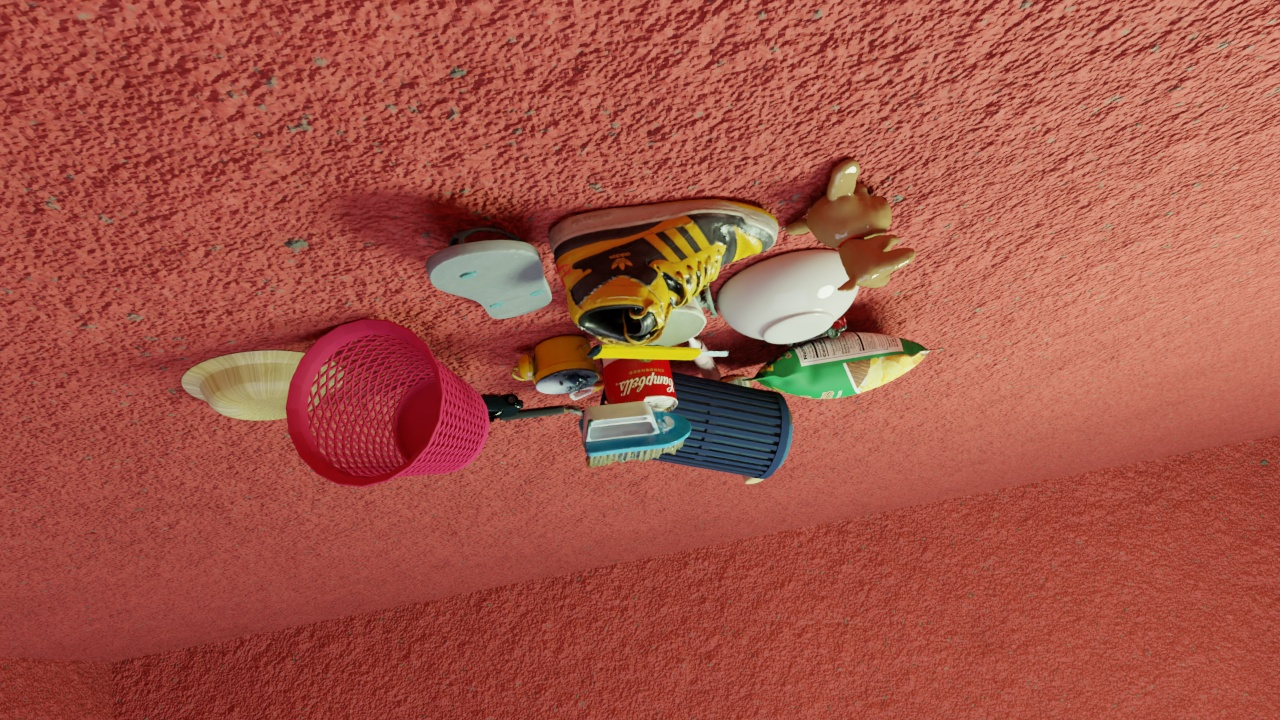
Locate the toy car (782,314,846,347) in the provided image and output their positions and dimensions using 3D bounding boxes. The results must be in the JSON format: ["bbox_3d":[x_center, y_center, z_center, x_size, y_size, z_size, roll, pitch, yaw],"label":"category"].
[{"bbox_3d":[0.232,-0.042,1.239,0.091,0.036,0.042,-19,-172,17],"label":"toy car"}]

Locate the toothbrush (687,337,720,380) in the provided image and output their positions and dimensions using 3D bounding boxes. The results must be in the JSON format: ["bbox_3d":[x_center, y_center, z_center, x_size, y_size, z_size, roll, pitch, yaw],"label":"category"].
[{"bbox_3d":[0.081,-0.009,1.271,0.027,0.026,0.222,-37,158,1],"label":"toothbrush"}]

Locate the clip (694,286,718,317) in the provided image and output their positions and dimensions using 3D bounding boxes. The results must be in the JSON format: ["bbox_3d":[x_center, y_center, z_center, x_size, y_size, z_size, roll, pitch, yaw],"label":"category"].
[{"bbox_3d":[0.069,-0.068,1.118,0.051,0.023,0.078,-18,161,15],"label":"clip"}]

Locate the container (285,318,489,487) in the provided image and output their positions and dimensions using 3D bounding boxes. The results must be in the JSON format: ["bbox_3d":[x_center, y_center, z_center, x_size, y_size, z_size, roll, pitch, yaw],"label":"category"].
[{"bbox_3d":[-0.280,0.066,1.103,0.183,0.183,0.226,-14,167,8],"label":"container"}]

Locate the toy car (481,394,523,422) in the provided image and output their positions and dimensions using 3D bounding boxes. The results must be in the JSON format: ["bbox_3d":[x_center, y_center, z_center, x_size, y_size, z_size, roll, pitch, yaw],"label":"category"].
[{"bbox_3d":[-0.224,0.071,1.318,0.112,0.034,0.046,0,157,-28],"label":"toy car"}]

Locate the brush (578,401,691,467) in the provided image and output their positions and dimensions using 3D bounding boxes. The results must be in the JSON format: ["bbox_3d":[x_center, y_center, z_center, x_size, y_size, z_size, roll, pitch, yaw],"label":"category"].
[{"bbox_3d":[-0.003,0.082,1.099,0.135,0.055,0.075,-5,137,-17],"label":"brush"}]

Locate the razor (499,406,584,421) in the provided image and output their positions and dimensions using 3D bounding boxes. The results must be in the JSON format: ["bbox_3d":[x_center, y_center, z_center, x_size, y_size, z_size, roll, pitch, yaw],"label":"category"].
[{"bbox_3d":[-0.145,0.082,1.412,0.144,0.022,0.043,-1,-163,-16],"label":"razor"}]

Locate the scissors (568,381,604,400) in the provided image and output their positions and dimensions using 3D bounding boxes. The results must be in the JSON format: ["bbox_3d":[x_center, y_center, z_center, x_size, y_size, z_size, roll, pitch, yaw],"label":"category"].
[{"bbox_3d":[-0.052,0.037,1.348,0.128,0.011,0.125,-11,155,-2],"label":"scissors"}]

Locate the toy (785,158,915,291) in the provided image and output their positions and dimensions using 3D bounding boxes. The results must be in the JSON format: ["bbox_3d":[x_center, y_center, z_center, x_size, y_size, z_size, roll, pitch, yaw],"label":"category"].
[{"bbox_3d":[0.218,-0.127,0.930,0.105,0.108,0.134,-20,165,-24],"label":"toy"}]

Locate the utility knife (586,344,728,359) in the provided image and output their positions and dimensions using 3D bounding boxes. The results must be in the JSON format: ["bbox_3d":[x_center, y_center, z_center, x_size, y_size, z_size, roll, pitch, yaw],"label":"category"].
[{"bbox_3d":[0.025,-0.008,1.081,0.190,0.017,0.031,4,160,-28],"label":"utility knife"}]

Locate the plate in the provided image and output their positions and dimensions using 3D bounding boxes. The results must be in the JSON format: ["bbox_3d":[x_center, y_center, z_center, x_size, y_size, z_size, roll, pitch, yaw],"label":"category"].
[{"bbox_3d":[-0.455,0.041,1.117,0.184,0.036,0.184,-10,160,-4],"label":"plate"}]

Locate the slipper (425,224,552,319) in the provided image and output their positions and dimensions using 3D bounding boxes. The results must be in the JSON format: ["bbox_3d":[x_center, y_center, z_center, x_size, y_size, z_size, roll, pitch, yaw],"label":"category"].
[{"bbox_3d":[-0.140,-0.094,0.920,0.098,0.054,0.269,-15,170,5],"label":"slipper"}]

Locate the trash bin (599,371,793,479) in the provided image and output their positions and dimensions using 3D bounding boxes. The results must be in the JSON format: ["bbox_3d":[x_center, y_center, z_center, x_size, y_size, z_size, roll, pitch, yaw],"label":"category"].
[{"bbox_3d":[0.079,0.086,1.281,0.249,0.139,0.140,11,153,-17],"label":"trash bin"}]

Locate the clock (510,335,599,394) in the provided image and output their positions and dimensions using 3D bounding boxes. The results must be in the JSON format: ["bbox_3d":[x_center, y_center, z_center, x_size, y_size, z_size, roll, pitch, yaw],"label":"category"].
[{"bbox_3d":[-0.110,0.011,1.183,0.119,0.057,0.083,-16,160,14],"label":"clock"}]

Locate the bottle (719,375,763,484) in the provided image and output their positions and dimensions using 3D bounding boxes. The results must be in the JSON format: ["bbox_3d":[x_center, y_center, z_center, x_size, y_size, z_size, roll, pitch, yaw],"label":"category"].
[{"bbox_3d":[0.159,0.108,1.423,0.059,0.166,0.060,-10,160,-4],"label":"bottle"}]

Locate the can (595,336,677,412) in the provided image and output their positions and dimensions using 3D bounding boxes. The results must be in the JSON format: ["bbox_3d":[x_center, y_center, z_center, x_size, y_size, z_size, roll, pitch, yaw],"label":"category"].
[{"bbox_3d":[-0.007,0.007,1.140,0.086,0.116,0.087,-10,160,-4],"label":"can"}]

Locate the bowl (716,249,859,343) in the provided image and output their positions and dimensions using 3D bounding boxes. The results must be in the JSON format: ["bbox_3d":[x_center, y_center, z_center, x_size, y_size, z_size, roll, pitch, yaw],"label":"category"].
[{"bbox_3d":[0.186,-0.065,1.119,0.176,0.066,0.177,-10,160,-4],"label":"bowl"}]

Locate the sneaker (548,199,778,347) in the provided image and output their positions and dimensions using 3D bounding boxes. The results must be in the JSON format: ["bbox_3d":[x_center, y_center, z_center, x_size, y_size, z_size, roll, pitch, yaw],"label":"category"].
[{"bbox_3d":[0.034,-0.085,0.911,0.238,0.122,0.086,-6,161,-11],"label":"sneaker"}]

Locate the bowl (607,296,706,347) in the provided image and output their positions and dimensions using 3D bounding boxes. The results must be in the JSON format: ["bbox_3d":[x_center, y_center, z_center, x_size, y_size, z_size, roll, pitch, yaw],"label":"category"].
[{"bbox_3d":[0.012,-0.059,1.056,0.117,0.061,0.117,-10,159,-4],"label":"bowl"}]

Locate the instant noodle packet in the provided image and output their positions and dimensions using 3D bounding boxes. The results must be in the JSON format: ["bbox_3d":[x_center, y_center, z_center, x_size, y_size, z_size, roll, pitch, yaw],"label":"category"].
[{"bbox_3d":[0.275,0.008,1.298,0.253,0.090,0.195,-9,178,3],"label":"instant noodle packet"}]
